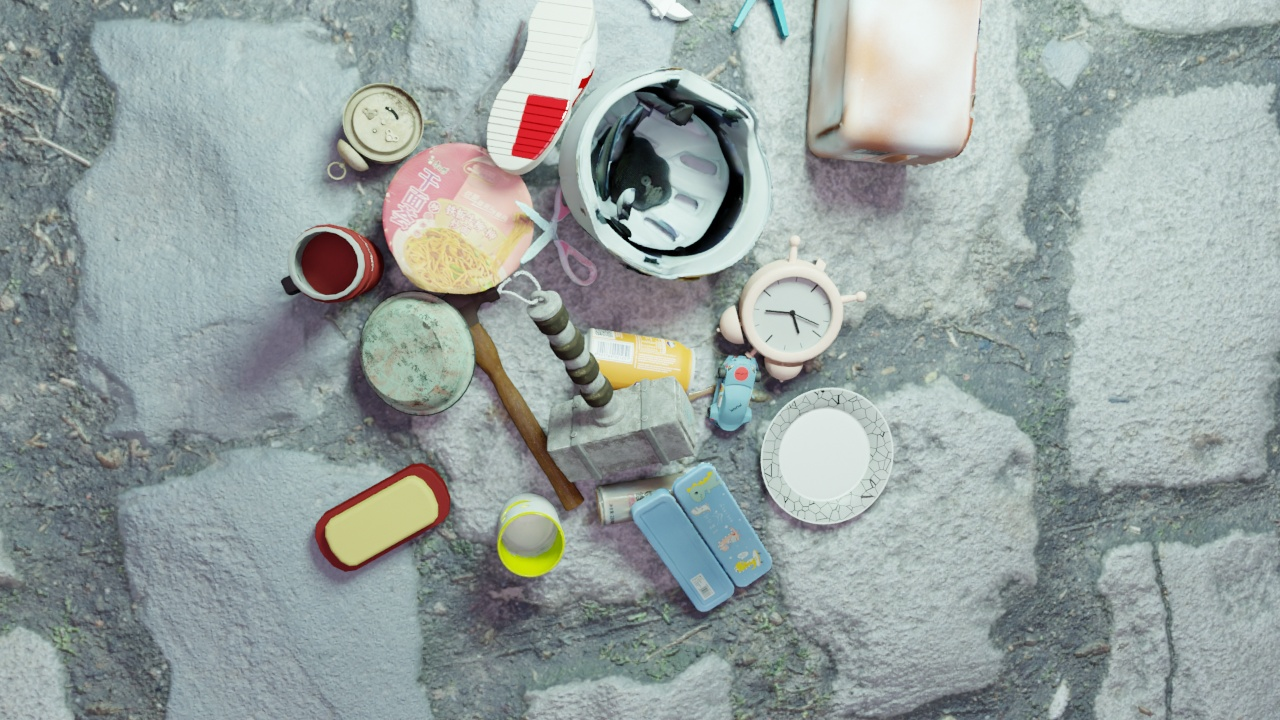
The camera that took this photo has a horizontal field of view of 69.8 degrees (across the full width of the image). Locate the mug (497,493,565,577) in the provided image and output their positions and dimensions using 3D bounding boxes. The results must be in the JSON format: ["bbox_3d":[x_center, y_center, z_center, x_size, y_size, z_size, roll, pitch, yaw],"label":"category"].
[{"bbox_3d":[-0.141,0.220,1.166,0.082,0.106,0.082,-1,95,-9],"label":"mug"}]

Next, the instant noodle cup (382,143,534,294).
[{"bbox_3d":[-0.222,-0.172,1.129,0.178,0.078,0.179,-1,97,-9],"label":"instant noodle cup"}]

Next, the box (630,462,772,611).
[{"bbox_3d":[0.085,0.236,1.211,0.125,0.021,0.209,-31,118,3],"label":"box"}]

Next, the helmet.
[{"bbox_3d":[0.021,-0.225,1.116,0.263,0.164,0.236,25,94,-29],"label":"helmet"}]

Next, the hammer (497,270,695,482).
[{"bbox_3d":[-0.063,0.014,1.067,0.177,0.079,0.326,-14,136,15],"label":"hammer"}]

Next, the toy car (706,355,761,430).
[{"bbox_3d":[0.125,0.047,1.210,0.060,0.027,0.108,6,117,-9],"label":"toy car"}]

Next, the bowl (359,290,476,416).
[{"bbox_3d":[-0.283,-0.006,1.127,0.157,0.038,0.157,2,98,14],"label":"bowl"}]

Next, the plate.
[{"bbox_3d":[0.255,0.130,1.264,0.188,0.016,0.188,-1,96,-9],"label":"plate"}]

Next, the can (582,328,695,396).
[{"bbox_3d":[-0.007,0.007,1.179,0.142,0.079,0.079,9,94,-10],"label":"can"}]

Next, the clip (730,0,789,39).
[{"bbox_3d":[0.151,-0.481,1.182,0.104,0.027,0.120,9,95,-12],"label":"clip"}]

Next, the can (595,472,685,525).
[{"bbox_3d":[0.011,0.182,1.212,0.135,0.054,0.054,-7,97,-8],"label":"can"}]

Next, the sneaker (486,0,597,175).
[{"bbox_3d":[-0.108,-0.320,1.112,0.090,0.104,0.236,13,78,13],"label":"sneaker"}]

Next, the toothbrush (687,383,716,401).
[{"bbox_3d":[0.051,0.054,1.225,0.166,0.016,0.016,-17,99,-6],"label":"toothbrush"}]

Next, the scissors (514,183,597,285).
[{"bbox_3d":[-0.097,-0.153,1.141,0.170,0.014,0.173,-57,134,-41],"label":"scissors"}]

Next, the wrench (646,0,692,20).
[{"bbox_3d":[-0.052,-0.488,1.153,0.273,0.018,0.066,13,93,-9],"label":"wrench"}]

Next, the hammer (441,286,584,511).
[{"bbox_3d":[-0.166,0.054,1.185,0.115,0.033,0.323,-31,100,-6],"label":"hammer"}]

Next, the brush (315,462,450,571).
[{"bbox_3d":[-0.328,0.201,1.168,0.173,0.042,0.082,-29,99,-5],"label":"brush"}]

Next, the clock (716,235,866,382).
[{"bbox_3d":[0.195,-0.066,1.212,0.131,0.086,0.160,38,98,-11],"label":"clock"}]

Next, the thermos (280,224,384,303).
[{"bbox_3d":[-0.355,-0.105,1.052,0.108,0.198,0.084,-25,99,-6],"label":"thermos"}]

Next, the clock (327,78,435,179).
[{"bbox_3d":[-0.325,-0.271,1.114,0.093,0.055,0.140,45,81,-11],"label":"clock"}]

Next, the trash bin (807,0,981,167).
[{"bbox_3d":[0.306,-0.382,1.138,0.157,0.181,0.260,3,96,-8],"label":"trash bin"}]
